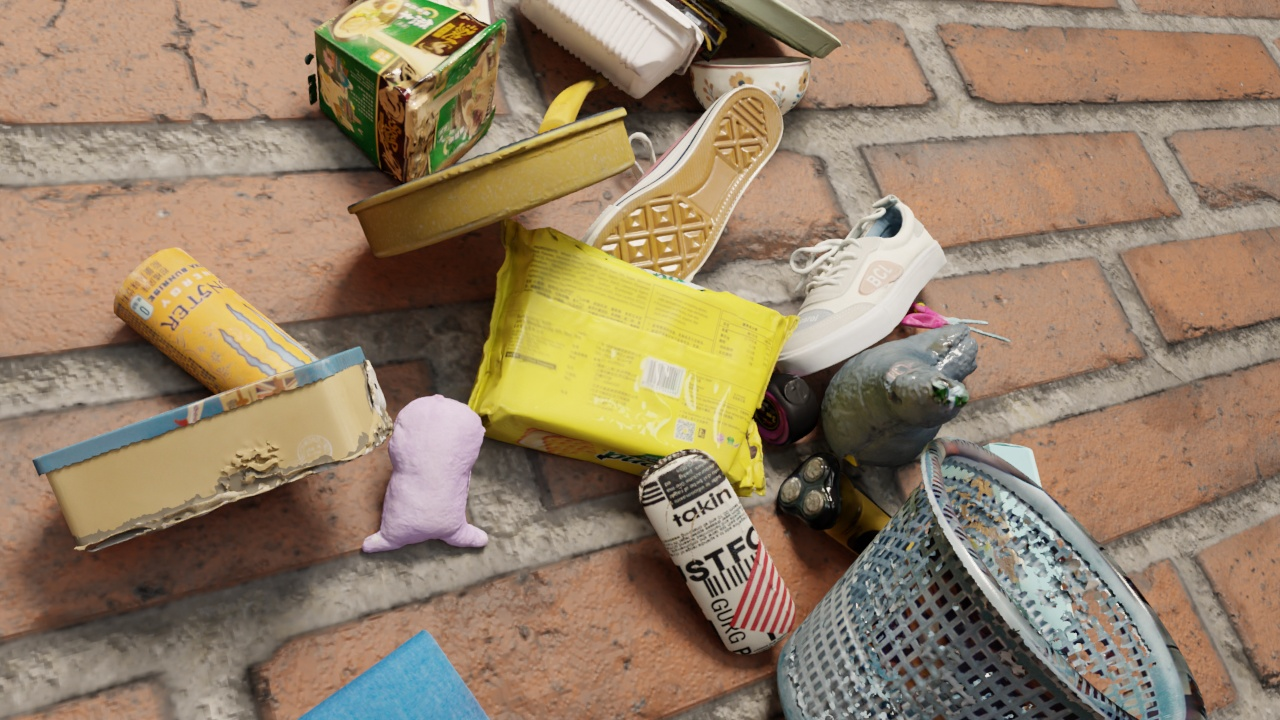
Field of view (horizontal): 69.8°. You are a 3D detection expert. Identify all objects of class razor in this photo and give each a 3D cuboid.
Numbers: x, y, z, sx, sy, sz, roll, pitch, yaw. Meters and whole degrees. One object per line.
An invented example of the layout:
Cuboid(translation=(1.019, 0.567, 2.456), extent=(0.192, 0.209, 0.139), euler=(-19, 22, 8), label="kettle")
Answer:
Cuboid(translation=(0.187, 0.142, 0.736), extent=(0.167, 0.062, 0.067), euler=(38, 24, -11), label="razor")

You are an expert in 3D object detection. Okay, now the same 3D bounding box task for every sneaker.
Cuboid(translation=(0.189, -0.074, 0.815), extent=(0.241, 0.090, 0.091), euler=(-39, 102, -38), label="sneaker")
Cuboid(translation=(0.023, -0.128, 0.768), extent=(0.118, 0.088, 0.240), euler=(41, 79, -16), label="sneaker")

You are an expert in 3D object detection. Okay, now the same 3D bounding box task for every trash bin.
Cuboid(translation=(0.205, 0.196, 0.607), extent=(0.226, 0.195, 0.226), euler=(32, 28, -19), label="trash bin")

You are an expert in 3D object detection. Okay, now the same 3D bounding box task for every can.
Cuboid(translation=(-0.260, -0.006, 0.589), extent=(0.146, 0.058, 0.058), euler=(39, 56, -3), label="can")

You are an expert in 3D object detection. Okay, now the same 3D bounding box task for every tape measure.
Cuboid(translation=(0.117, 0.038, 0.749), extent=(0.039, 0.057, 0.058), euler=(-23, 109, -31), label="tape measure")

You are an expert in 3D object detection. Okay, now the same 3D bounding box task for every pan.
Cuboid(translation=(-0.081, -0.165, 0.693), extent=(0.356, 0.198, 0.078), euler=(-49, 123, -63), label="pan")

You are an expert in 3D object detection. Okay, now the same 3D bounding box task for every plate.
Cuboid(translation=(0.086, -0.347, 0.869), extent=(0.230, 0.027, 0.229), euler=(27, 20, -11), label="plate")

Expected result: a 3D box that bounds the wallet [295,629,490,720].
Cuboid(translation=(-0.152, 0.239, 0.537), extent=(0.132, 0.040, 0.106), euler=(-31, 77, -33), label="wallet")

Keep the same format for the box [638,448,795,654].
Cuboid(translation=(0.057, 0.139, 0.646), extent=(0.072, 0.060, 0.164), euler=(-38, 106, -20), label="box")

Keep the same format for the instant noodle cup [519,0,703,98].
Cuboid(translation=(-0.037, -0.299, 0.806), extent=(0.173, 0.138, 0.060), euler=(36, 90, -7), label="instant noodle cup")

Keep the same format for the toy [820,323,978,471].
Cuboid(translation=(0.209, 0.029, 0.728), extent=(0.091, 0.138, 0.355), euler=(62, 17, 7), label="toy")

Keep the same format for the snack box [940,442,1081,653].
Cuboid(translation=(0.302, 0.162, 0.767), extent=(0.051, 0.074, 0.174), euler=(8, 63, -23), label="snack box")

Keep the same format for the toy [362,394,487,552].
Cuboid(translation=(-0.135, 0.075, 0.604), extent=(0.083, 0.039, 0.108), euler=(5, 98, -27), label="toy")

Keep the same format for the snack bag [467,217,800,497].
Cuboid(translation=(-0.004, 0.004, 0.676), extent=(0.246, 0.068, 0.158), euler=(17, 79, -18), label="snack bag")

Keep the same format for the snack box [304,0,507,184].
Cuboid(translation=(-0.181, -0.219, 0.706), extent=(0.105, 0.118, 0.117), euler=(34, 56, 5), label="snack box")

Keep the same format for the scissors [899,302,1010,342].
Cuboid(translation=(0.272, -0.037, 0.831), extent=(0.133, 0.133, 0.017), euler=(0, 108, -40), label="scissors")

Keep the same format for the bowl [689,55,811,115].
Cuboid(translation=(0.104, -0.254, 0.870), extent=(0.113, 0.113, 0.062), euler=(-18, 118, -31), label="bowl")

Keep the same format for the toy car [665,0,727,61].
Cuboid(translation=(0.047, -0.320, 0.857), extent=(0.071, 0.041, 0.155), euler=(35, 19, -10), label="toy car")

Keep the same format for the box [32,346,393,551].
Cuboid(translation=(-0.239, 0.049, 0.519), extent=(0.184, 0.090, 0.062), euler=(-17, 96, -4), label="box")

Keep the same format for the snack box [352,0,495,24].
Cuboid(translation=(-0.186, -0.324, 0.783), extent=(0.113, 0.053, 0.125), euler=(2, 65, -25), label="snack box")
